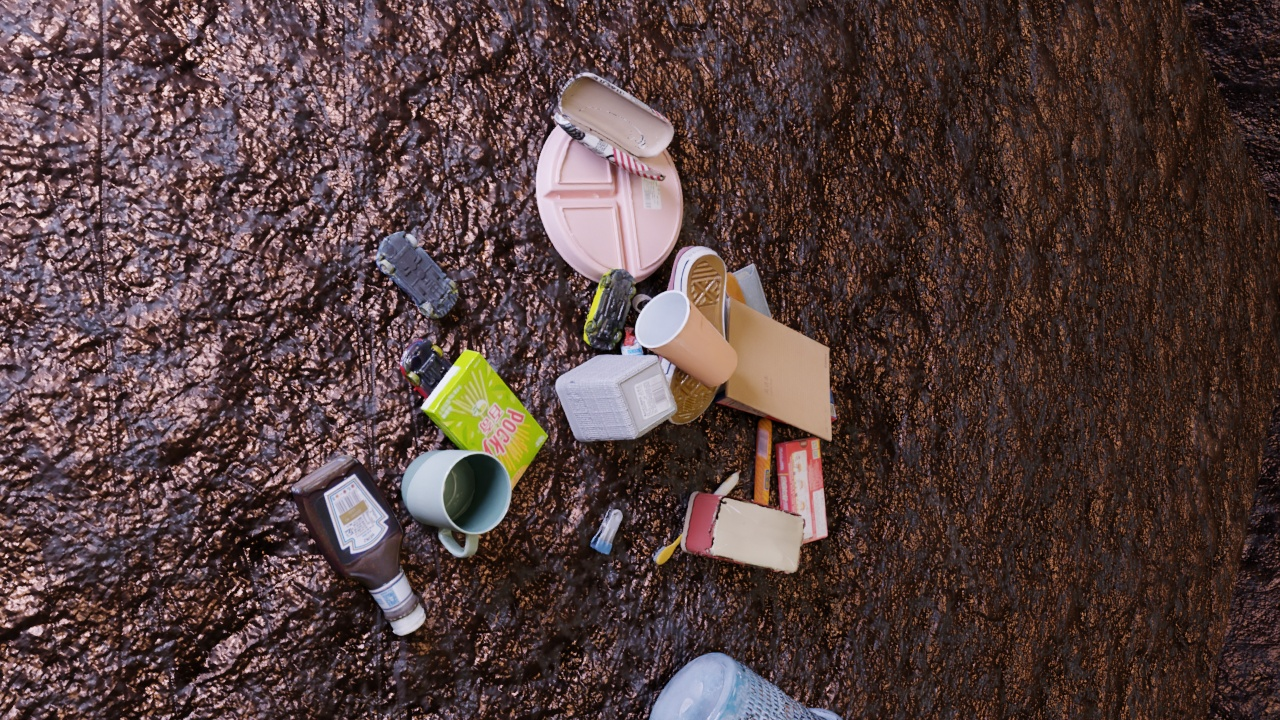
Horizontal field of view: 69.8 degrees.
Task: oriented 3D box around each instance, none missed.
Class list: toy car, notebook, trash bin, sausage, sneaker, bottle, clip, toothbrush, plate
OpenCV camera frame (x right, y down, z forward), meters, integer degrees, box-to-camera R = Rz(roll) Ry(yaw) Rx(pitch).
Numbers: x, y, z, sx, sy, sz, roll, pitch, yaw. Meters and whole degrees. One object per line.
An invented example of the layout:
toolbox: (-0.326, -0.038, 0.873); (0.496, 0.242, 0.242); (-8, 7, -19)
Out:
toy car: (-0.041, -0.065, 1.152); (0.048, 0.032, 0.105); (19, 89, -37)
notebook: (0.195, 0.015, 1.281); (0.211, 0.012, 0.149); (23, 57, -34)
trash bin: (0.124, 0.487, 1.163); (0.195, 0.227, 0.226); (45, 61, -13)
sausage: (0.177, 0.160, 1.326); (0.021, 0.021, 0.165); (8, 83, -38)
sneaker: (0.056, -0.037, 1.202); (0.118, 0.088, 0.241); (-7, 114, -27)
toy car: (-0.244, -0.092, 0.995); (0.105, 0.031, 0.048); (51, 58, -26)
bottle: (-0.280, 0.195, 0.944); (0.079, 0.044, 0.195); (-36, 110, -34)
clip: (-0.042, 0.213, 1.152); (0.025, 0.036, 0.057); (34, 71, -30)
toothbrush: (0.078, 0.213, 1.250); (0.190, 0.018, 0.016); (-42, 115, -35)
plate: (-0.031, -0.211, 1.177); (0.229, 0.028, 0.229); (3, 85, -39)
toy car: (-0.223, 0.022, 1.004); (0.049, 0.031, 0.106); (-56, 131, -28)

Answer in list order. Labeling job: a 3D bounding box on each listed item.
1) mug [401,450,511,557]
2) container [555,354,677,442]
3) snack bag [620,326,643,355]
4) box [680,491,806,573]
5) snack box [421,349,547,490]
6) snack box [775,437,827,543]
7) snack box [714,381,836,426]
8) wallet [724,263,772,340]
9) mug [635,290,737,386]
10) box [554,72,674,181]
mug: (-0.197, 0.151, 0.971); (0.082, 0.107, 0.111); (-5, 90, -40)
container: (-0.026, 0.045, 1.109); (0.090, 0.114, 0.090); (-31, 106, -35)
snack bag: (-0.007, 0.007, 1.180); (0.026, 0.045, 0.105); (-10, 95, 5)
box: (0.146, 0.236, 1.236); (0.168, 0.078, 0.091); (20, 77, -35)
snack box: (-0.170, 0.070, 1.026); (0.085, 0.026, 0.156); (-56, 135, -26)
snack box: (0.241, 0.195, 1.373); (0.075, 0.026, 0.153); (-6, 91, -38)
snack box: (0.193, 0.048, 1.313); (0.207, 0.058, 0.057); (17, 55, -37)
wallet: (0.131, -0.071, 1.293); (0.129, 0.037, 0.106); (-27, 105, -37)
mug: (0.061, -0.021, 1.115); (0.122, 0.078, 0.078); (37, 65, -40)
box: (-0.026, -0.285, 1.117); (0.162, 0.076, 0.087); (20, 102, -33)
